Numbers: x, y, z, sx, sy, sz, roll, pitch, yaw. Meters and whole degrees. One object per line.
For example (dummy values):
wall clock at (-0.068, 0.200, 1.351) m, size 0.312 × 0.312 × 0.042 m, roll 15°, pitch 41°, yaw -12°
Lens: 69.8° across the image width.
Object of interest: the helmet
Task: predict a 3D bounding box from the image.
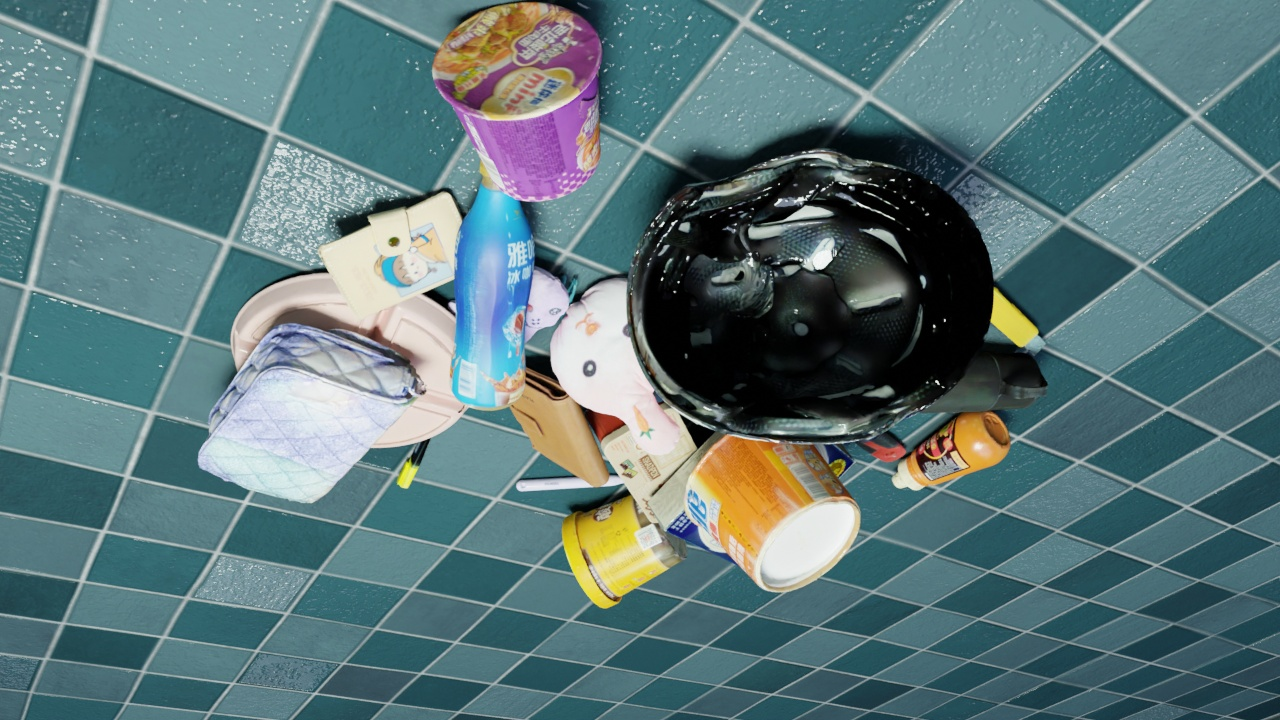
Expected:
helmet at (0.126, -0.041, 0.752) m, size 0.274 × 0.230 × 0.157 m, roll -10°, pitch 175°, yaw -1°

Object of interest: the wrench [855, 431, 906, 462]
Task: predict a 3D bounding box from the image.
wrench at (0.216, 0.053, 1.004) m, size 0.056 × 0.016 × 0.273 m, roll -30°, pitch 134°, yaw 25°

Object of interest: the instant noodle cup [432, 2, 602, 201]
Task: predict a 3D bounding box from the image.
instant noodle cup at (-0.074, -0.172, 0.633) m, size 0.111 × 0.111 × 0.099 m, roll -10°, pitch 149°, yaw 2°

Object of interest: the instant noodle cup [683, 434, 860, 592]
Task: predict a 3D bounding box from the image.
instant noodle cup at (0.133, 0.145, 0.896) m, size 0.151 × 0.111 × 0.152 m, roll -18°, pitch 132°, yaw -21°

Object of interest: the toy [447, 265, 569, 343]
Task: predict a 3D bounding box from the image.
toy at (-0.111, -0.047, 0.817) m, size 0.108 × 0.038 × 0.084 m, roll -32°, pitch 116°, yaw 34°

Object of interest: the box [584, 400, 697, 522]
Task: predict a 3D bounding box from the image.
box at (0.011, 0.090, 0.974) m, size 0.091 × 0.075 × 0.168 m, roll -30°, pitch 138°, yaw -2°

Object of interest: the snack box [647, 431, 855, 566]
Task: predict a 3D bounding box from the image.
snack box at (0.125, 0.131, 0.994) m, size 0.178 × 0.046 × 0.182 m, roll -47°, pitch 136°, yaw 8°

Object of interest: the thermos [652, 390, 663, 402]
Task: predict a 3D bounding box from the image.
thermos at (0.086, -0.010, 0.868) m, size 0.220 × 0.070 × 0.070 m, roll -16°, pitch 139°, yaw 8°

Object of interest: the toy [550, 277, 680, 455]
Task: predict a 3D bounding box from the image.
toy at (-0.005, 0.005, 0.823) m, size 0.121 × 0.054 × 0.159 m, roll -44°, pitch 89°, yaw 5°

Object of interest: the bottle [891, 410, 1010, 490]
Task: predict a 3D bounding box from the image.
bottle at (0.351, 0.112, 1.062) m, size 0.066 × 0.066 × 0.150 m, roll 20°, pitch 140°, yaw -28°

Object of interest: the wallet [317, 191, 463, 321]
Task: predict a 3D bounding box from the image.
wallet at (-0.195, -0.087, 0.750) m, size 0.115 × 0.024 × 0.087 m, roll -24°, pitch 138°, yaw -8°

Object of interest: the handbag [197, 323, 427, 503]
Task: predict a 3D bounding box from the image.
handbag at (-0.298, 0.048, 0.821) m, size 0.134 × 0.075 × 0.194 m, roll 26°, pitch 133°, yaw -32°

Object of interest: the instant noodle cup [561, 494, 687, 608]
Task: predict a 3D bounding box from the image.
instant noodle cup at (-0.015, 0.215, 1.085) m, size 0.114 × 0.118 × 0.118 m, roll -27°, pitch 136°, yaw 11°

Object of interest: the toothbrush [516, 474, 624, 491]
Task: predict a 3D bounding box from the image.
toothbrush at (-0.049, 0.140, 1.061) m, size 0.189 × 0.029 × 0.021 m, roll -3°, pitch 177°, yaw -4°

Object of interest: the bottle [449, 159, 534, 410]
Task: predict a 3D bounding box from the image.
bottle at (-0.121, -0.065, 0.750) m, size 0.065 × 0.065 × 0.219 m, roll 2°, pitch 119°, yaw -11°

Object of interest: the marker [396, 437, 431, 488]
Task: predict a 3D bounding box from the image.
marker at (-0.239, 0.099, 0.983) m, size 0.015 × 0.018 × 0.124 m, roll 12°, pitch 135°, yaw -24°

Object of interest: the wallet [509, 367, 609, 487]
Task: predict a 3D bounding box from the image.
wallet at (-0.088, 0.061, 0.910) m, size 0.031 × 0.108 × 0.132 m, roll -45°, pitch 139°, yaw -26°

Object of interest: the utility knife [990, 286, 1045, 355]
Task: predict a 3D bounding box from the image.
utility knife at (0.356, -0.046, 0.909) m, size 0.033 × 0.015 × 0.180 m, roll -32°, pitch 135°, yaw 32°

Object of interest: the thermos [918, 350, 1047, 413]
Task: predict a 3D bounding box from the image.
thermos at (0.288, 0.020, 0.916) m, size 0.242 × 0.090 × 0.068 m, roll 0°, pitch 96°, yaw -15°

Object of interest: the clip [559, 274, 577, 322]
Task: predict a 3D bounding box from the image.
clip at (-0.073, -0.056, 0.833) m, size 0.047 × 0.014 × 0.057 m, roll 13°, pitch 135°, yaw -19°

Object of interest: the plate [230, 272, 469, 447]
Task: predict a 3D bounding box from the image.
plate at (-0.264, 0.011, 0.856) m, size 0.229 × 0.028 × 0.230 m, roll -1°, pitch 138°, yaw -1°
